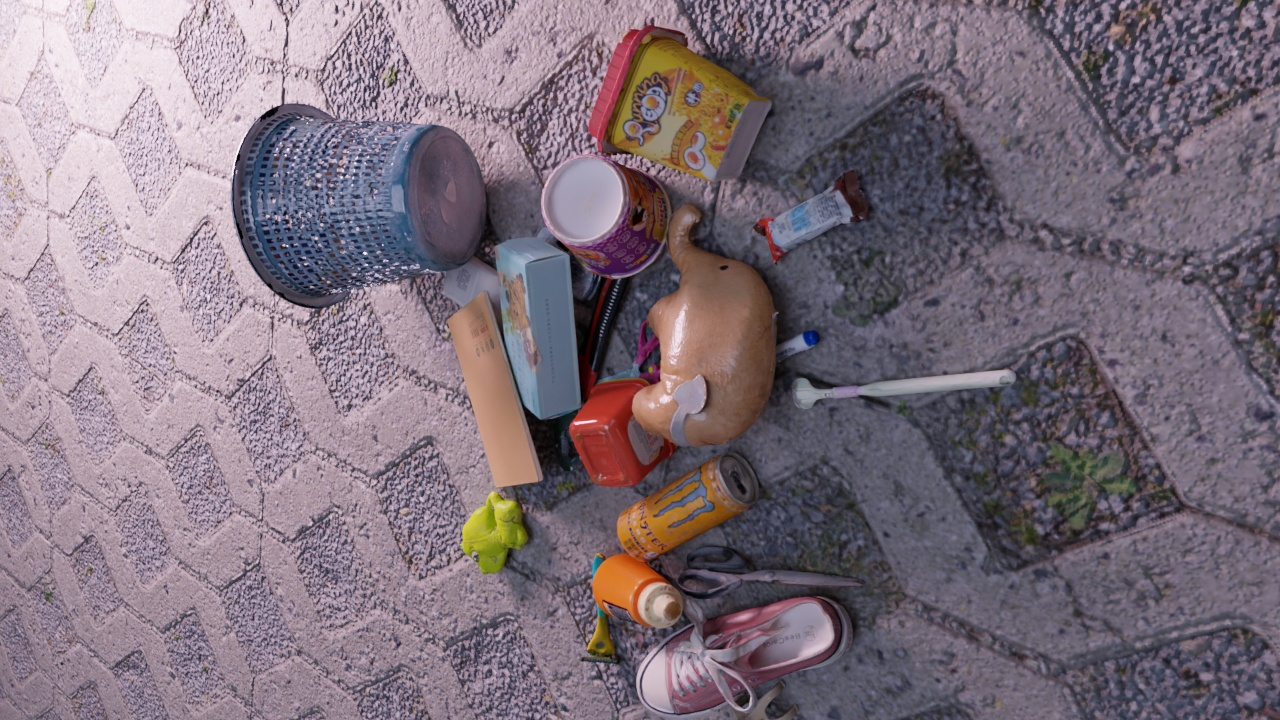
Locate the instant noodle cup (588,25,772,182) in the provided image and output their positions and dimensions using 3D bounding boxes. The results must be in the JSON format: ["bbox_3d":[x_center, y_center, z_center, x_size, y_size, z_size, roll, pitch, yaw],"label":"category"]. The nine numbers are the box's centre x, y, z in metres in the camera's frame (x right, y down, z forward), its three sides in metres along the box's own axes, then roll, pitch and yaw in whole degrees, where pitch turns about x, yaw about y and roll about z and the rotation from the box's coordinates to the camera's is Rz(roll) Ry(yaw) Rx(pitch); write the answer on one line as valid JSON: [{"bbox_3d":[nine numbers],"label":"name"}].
[{"bbox_3d":[0.038,-0.219,0.809,0.124,0.115,0.116,30,114,14],"label":"instant noodle cup"}]

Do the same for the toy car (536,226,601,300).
[{"bbox_3d":[-0.079,-0.102,0.949,0.105,0.031,0.049,38,116,36],"label":"toy car"}]

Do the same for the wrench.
[{"bbox_3d":[-0.048,-0.009,0.953,0.056,0.016,0.274,33,115,42],"label":"wrench"}]

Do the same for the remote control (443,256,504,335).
[{"bbox_3d":[-0.160,-0.068,1.023,0.150,0.021,0.058,33,115,26],"label":"remote control"}]

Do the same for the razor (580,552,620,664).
[{"bbox_3d":[-0.043,0.268,0.997,0.043,0.028,0.133,2,104,11],"label":"razor"}]

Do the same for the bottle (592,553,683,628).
[{"bbox_3d":[0.002,0.231,0.901,0.150,0.066,0.067,174,84,-68],"label":"bottle"}]

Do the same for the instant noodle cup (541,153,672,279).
[{"bbox_3d":[-0.035,-0.139,0.857,0.112,0.099,0.111,-1,86,17],"label":"instant noodle cup"}]

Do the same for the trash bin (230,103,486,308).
[{"bbox_3d":[-0.284,-0.169,0.993,0.195,0.226,0.226,1,99,22],"label":"trash bin"}]

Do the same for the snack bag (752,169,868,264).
[{"bbox_3d":[0.146,-0.122,0.794,0.106,0.026,0.045,-26,74,35],"label":"snack bag"}]

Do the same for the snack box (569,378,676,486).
[{"bbox_3d":[-0.018,0.073,0.899,0.082,0.079,0.091,-8,116,36],"label":"snack box"}]

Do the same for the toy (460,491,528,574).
[{"bbox_3d":[-0.172,0.202,1.075,0.100,0.031,0.096,-13,91,32],"label":"toy"}]

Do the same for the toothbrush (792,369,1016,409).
[{"bbox_3d":[0.218,0.022,0.776,0.190,0.020,0.029,-7,101,35],"label":"toothbrush"}]

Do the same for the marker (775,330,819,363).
[{"bbox_3d":[0.102,0.005,0.854,0.146,0.016,0.017,-27,83,35],"label":"marker"}]

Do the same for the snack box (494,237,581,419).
[{"bbox_3d":[-0.104,-0.033,0.934,0.074,0.051,0.175,32,132,51],"label":"snack box"}]

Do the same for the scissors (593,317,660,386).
[{"bbox_3d":[-0.006,0.005,0.932,0.136,0.017,0.108,-13,83,43],"label":"scissors"}]

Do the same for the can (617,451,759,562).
[{"bbox_3d":[0.044,0.144,0.895,0.146,0.058,0.058,-36,77,34],"label":"can"}]

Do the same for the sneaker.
[{"bbox_3d":[0.078,0.277,0.862,0.242,0.087,0.118,-30,57,31],"label":"sneaker"}]

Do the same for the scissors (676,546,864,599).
[{"bbox_3d":[0.123,0.197,0.870,0.175,0.132,0.014,-19,117,-4],"label":"scissors"}]

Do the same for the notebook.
[{"bbox_3d":[-0.165,0.038,1.017,0.148,0.008,0.207,-21,85,62],"label":"notebook"}]

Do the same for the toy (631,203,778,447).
[{"bbox_3d":[0.062,-0.033,0.834,0.144,0.082,0.225,0,76,29],"label":"toy"}]

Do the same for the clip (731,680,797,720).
[{"bbox_3d":[0.114,0.337,0.867,0.095,0.102,0.035,-29,79,9],"label":"clip"}]
